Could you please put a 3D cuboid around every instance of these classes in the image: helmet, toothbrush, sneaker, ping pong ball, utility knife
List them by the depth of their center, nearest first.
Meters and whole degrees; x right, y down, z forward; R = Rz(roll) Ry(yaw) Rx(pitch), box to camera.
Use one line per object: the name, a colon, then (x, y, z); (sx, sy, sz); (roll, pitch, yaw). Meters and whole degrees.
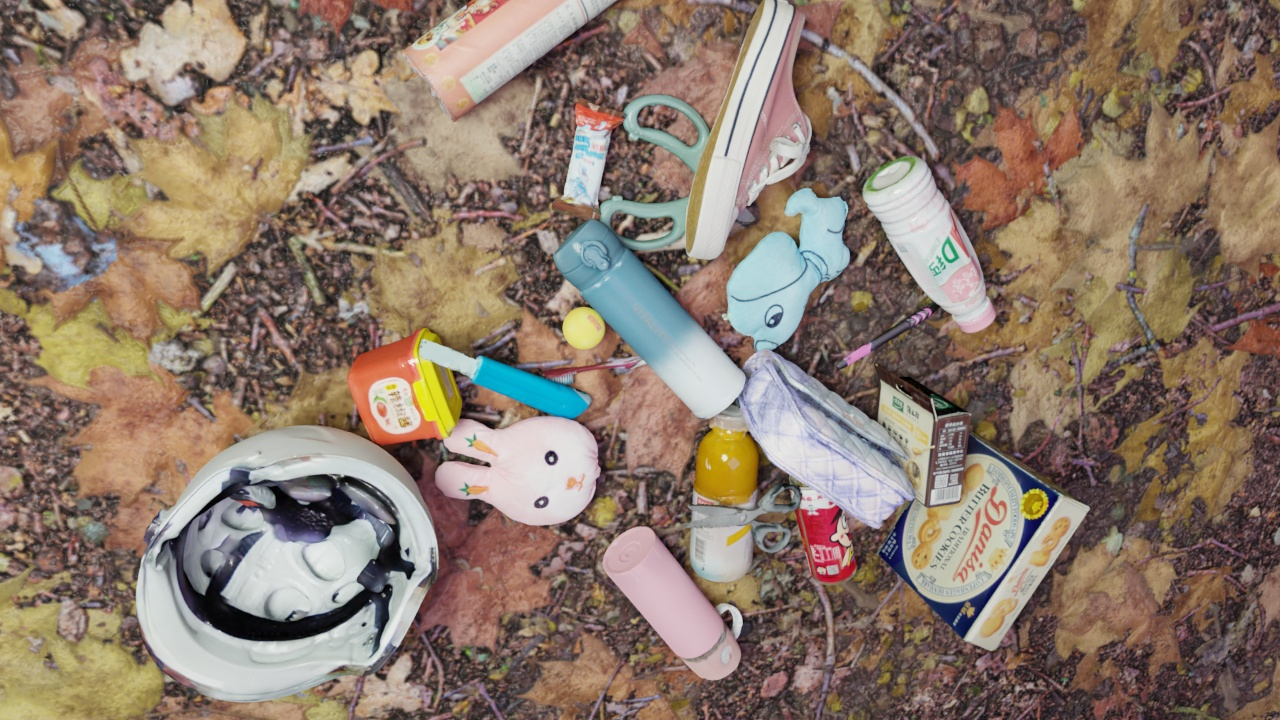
helmet: (-0.304, 0.161, 0.809); (0.229, 0.145, 0.259); (33, 107, -23)
sneaker: (0.109, -0.198, 0.816); (0.088, 0.118, 0.241); (19, 88, -7)
utility knife: (-0.122, 0.018, 0.841); (0.034, 0.018, 0.204); (-50, 138, 13)
ping pong ball: (-0.054, -0.031, 0.872); (0.040, 0.040, 0.040); (-6, 111, -15)
toothbrush: (-0.005, 0.005, 0.914); (0.187, 0.016, 0.017); (-9, 119, -14)
toothbrush: (0.291, -0.041, 0.987); (0.189, 0.018, 0.014); (-32, 105, -2)

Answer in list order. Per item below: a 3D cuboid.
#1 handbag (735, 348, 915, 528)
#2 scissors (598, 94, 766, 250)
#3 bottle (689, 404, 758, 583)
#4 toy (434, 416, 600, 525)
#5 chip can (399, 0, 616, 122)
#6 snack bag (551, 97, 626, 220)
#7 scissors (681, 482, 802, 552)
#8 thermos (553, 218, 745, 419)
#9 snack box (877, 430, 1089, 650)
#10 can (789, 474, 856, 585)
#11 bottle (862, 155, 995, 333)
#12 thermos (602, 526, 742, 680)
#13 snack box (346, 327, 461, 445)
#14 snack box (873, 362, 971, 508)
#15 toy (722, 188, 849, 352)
handbag: (0.190, 0.078, 0.923); (0.193, 0.134, 0.076); (33, 111, -31)
scissors: (0.031, -0.155, 0.866); (0.175, 0.019, 0.176); (35, 96, -26)
bottle: (0.089, 0.139, 0.962); (0.068, 0.068, 0.190); (-4, 110, -16)
toy: (-0.118, 0.106, 0.898); (0.159, 0.054, 0.121); (7, 113, -12)
chip can: (-0.089, -0.286, 0.752); (0.214, 0.071, 0.071); (-37, 115, -1)
snack bag: (-0.047, -0.179, 0.828); (0.048, 0.026, 0.104); (15, 104, -8)
scissors: (0.104, 0.165, 0.926); (0.170, 0.014, 0.151); (-35, 126, -31)
thermos: (0.008, -0.038, 0.861); (0.070, 0.070, 0.220); (-44, 110, 2)
snack box: (0.364, 0.187, 0.999); (0.045, 0.182, 0.178); (25, 100, -23)
can: (0.203, 0.181, 1.020); (0.053, 0.053, 0.133); (-21, 114, -9)
bottle: (0.299, -0.111, 0.930); (0.068, 0.068, 0.197); (-39, 113, -1)
thermos: (0.045, 0.262, 0.999); (0.087, 0.067, 0.198); (-50, 118, -25)
snack box: (-0.212, 0.026, 0.828); (0.080, 0.082, 0.091); (-15, 112, 3)
snack box: (0.293, 0.075, 0.975); (0.053, 0.113, 0.126); (-6, 111, -16)
toy: (0.143, -0.085, 0.906); (0.156, 0.050, 0.161); (-17, 118, -19)
